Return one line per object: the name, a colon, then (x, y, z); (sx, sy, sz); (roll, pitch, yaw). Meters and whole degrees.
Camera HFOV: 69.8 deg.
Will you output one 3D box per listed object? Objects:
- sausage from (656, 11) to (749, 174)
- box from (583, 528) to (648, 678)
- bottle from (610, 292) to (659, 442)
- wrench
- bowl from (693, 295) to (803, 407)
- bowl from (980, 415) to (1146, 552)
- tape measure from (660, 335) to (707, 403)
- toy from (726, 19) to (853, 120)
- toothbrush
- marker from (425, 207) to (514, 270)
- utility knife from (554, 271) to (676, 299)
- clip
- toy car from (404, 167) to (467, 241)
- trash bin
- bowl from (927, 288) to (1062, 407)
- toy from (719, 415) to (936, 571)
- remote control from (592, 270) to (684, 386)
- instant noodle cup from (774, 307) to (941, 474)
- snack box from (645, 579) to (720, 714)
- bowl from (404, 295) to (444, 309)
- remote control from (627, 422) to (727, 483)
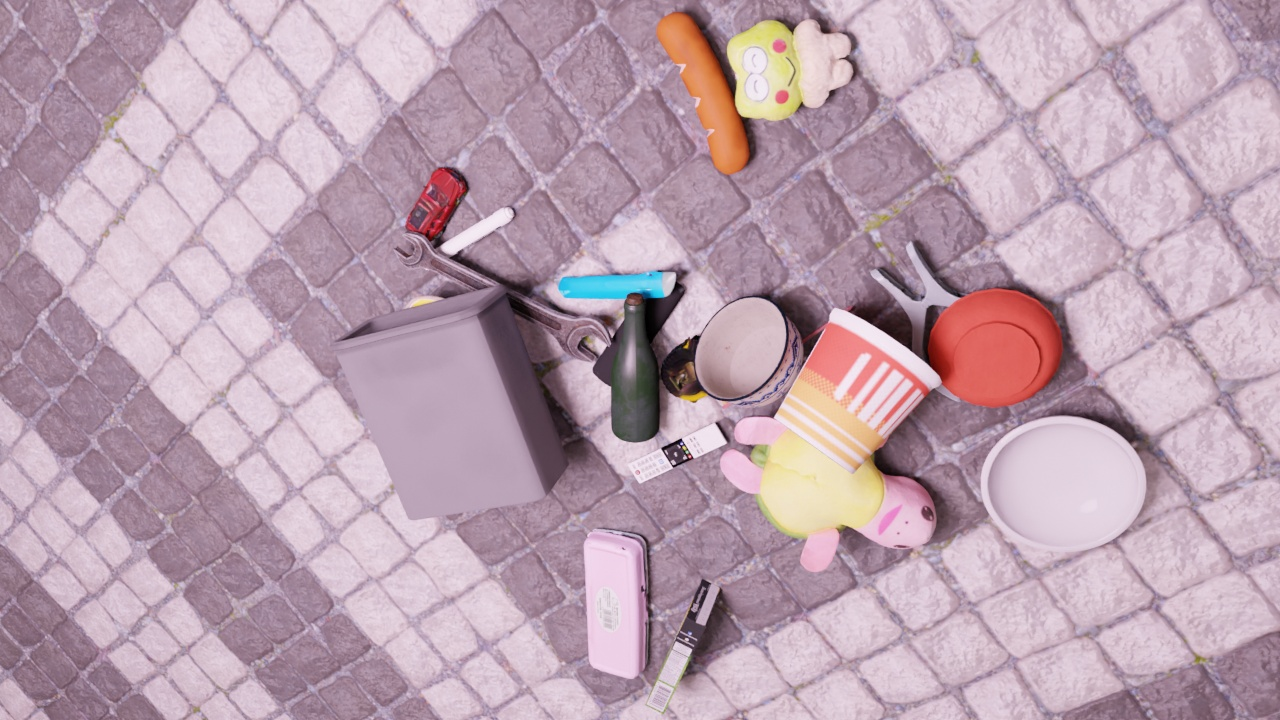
sausage: (0.065, -0.262, 0.898); (0.045, 0.039, 0.164); (-19, 103, 30)
box: (-0.031, 0.305, 1.155); (0.086, 0.044, 0.202); (8, 113, 22)
bottle: (-0.006, 0.006, 1.001); (0.055, 0.055, 0.174); (9, 123, 15)
wrench: (-0.157, -0.073, 1.037); (0.273, 0.010, 0.070); (27, 135, 3)
bowl: (0.119, -0.003, 0.950); (0.116, 0.115, 0.059); (-34, 139, 26)
bowl: (0.422, 0.118, 0.924); (0.150, 0.043, 0.150); (6, 112, 16)
tape measure: (0.054, 0.012, 1.009); (0.063, 0.038, 0.067); (-30, 100, 26)
toy: (0.141, -0.276, 0.865); (0.115, 0.046, 0.092); (-7, 105, 12)
toothbrush: (0.153, -0.005, 0.984); (0.185, 0.015, 0.015); (-39, 91, 26)
marker: (-0.197, -0.139, 1.046); (0.134, 0.020, 0.017); (-26, 86, 24)
utility knife: (-0.029, -0.082, 1.002); (0.159, 0.015, 0.031); (2, 104, 29)
clip: (0.322, -0.054, 0.901); (0.143, 0.029, 0.172); (-28, 101, 24)
toy car: (-0.232, -0.176, 1.035); (0.042, 0.036, 0.091); (40, 112, 1)
trash bin: (-0.206, 0.050, 1.013); (0.192, 0.097, 0.220); (-12, 108, 21)
bowl: (0.339, -0.006, 0.879); (0.122, 0.035, 0.122); (6, 113, 15)
toy: (0.205, 0.130, 0.978); (0.238, 0.087, 0.190); (21, 93, 4)
remote control: (-0.005, -0.031, 1.022); (0.041, 0.020, 0.152); (36, 118, 4)
instant noodle cup: (0.204, 0.035, 0.897); (0.123, 0.123, 0.121); (36, 92, 2)
snack box: (0.052, 0.348, 1.117); (0.025, 0.080, 0.148); (24, 116, 8)
bowl: (-0.230, 0.020, 1.095); (0.188, 0.060, 0.220); (10, 114, 14)
remote control: (0.042, 0.107, 1.064); (0.124, 0.011, 0.028); (-28, 100, 26)
